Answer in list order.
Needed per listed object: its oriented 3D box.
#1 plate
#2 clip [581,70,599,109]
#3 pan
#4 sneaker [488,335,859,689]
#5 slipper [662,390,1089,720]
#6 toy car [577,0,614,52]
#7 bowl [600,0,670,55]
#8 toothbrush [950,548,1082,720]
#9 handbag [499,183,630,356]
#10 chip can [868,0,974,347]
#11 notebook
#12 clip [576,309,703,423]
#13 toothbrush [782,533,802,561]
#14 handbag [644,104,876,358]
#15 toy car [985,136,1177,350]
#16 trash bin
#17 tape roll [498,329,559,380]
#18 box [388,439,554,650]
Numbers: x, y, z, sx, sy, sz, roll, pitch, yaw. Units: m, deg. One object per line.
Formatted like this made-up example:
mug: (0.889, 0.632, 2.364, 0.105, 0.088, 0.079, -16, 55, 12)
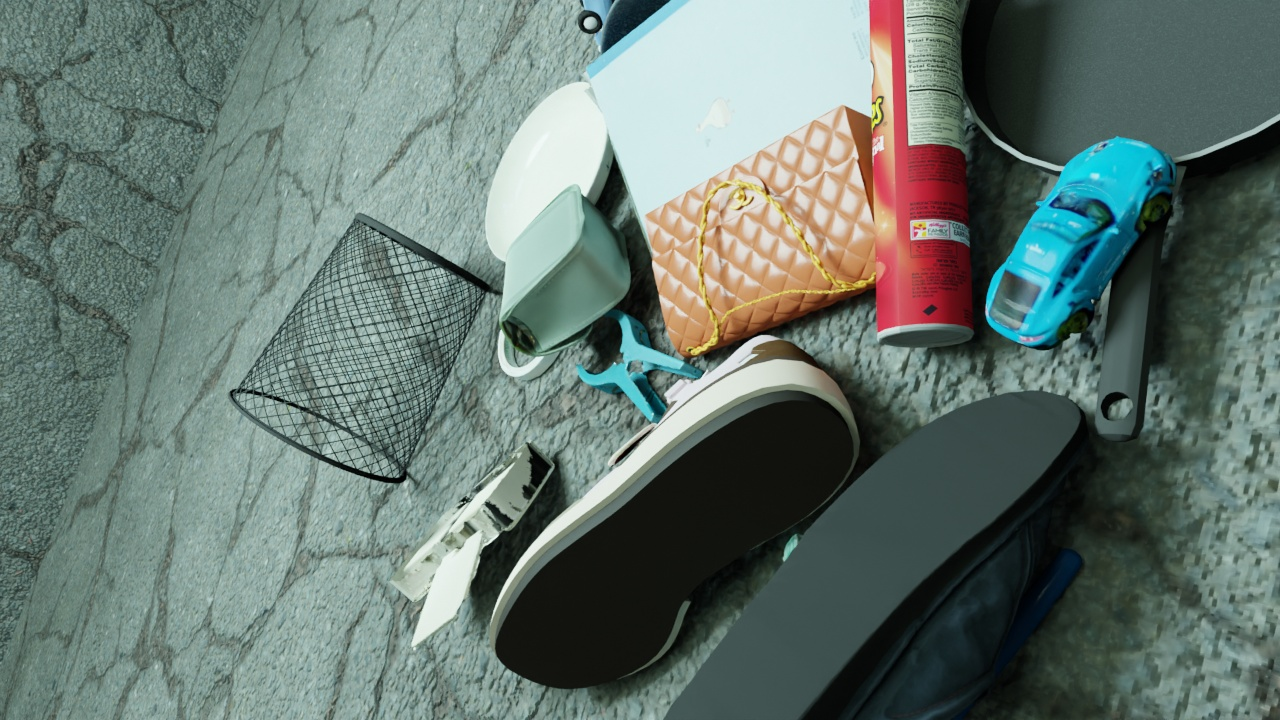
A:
plate: (-0.080, -0.171, 0.864, 0.183, 0.034, 0.182, -26, 53, 40)
clip: (-0.003, -0.220, 0.774, 0.059, 0.052, 0.102, -39, 70, 7)
pan: (0.255, -0.130, 0.445, 0.226, 0.034, 0.355, -2, 70, 49)
sneaker: (0.006, 0.090, 0.591, 0.294, 0.111, 0.116, -49, 19, 24)
slipper: (0.119, 0.126, 0.429, 0.265, 0.083, 0.109, -45, 14, -13)
toy car: (-0.039, -0.361, 0.839, 0.055, 0.153, 0.056, -7, 50, 8)
bowl: (0.040, -0.237, 0.720, 0.137, 0.137, 0.057, -23, 13, 42)
toothbrush: (0.155, 0.157, 0.435, 0.168, 0.014, 0.014, -59, 33, 11)
handbag: (-0.064, -0.072, 0.747, 0.106, 0.067, 0.121, -38, 30, 18)
chip can: (0.155, -0.117, 0.512, 0.052, 0.051, 0.214, -10, 75, 47)
notebook: (0.073, -0.188, 0.644, 0.254, 0.009, 0.181, -22, 85, 42)
clip: (0.002, -0.012, 0.695, 0.130, 0.030, 0.120, 5, 71, 51)
toothbrush: (0.072, 0.163, 0.528, 0.022, 0.017, 0.135, 17, 85, 49)
handbag: (0.080, -0.076, 0.600, 0.172, 0.060, 0.108, -22, 72, 42)
toy car: (0.198, -0.056, 0.421, 0.105, 0.032, 0.048, -58, 36, 11)
trash bin: (-0.261, -0.017, 0.895, 0.184, 0.184, 0.210, 27, 87, 52)
tape roll: (-0.096, -0.028, 0.828, 0.093, 0.013, 0.093, -27, 52, 40)
box: (-0.143, 0.154, 0.706, 0.144, 0.044, 0.183, -41, 8, 31)
